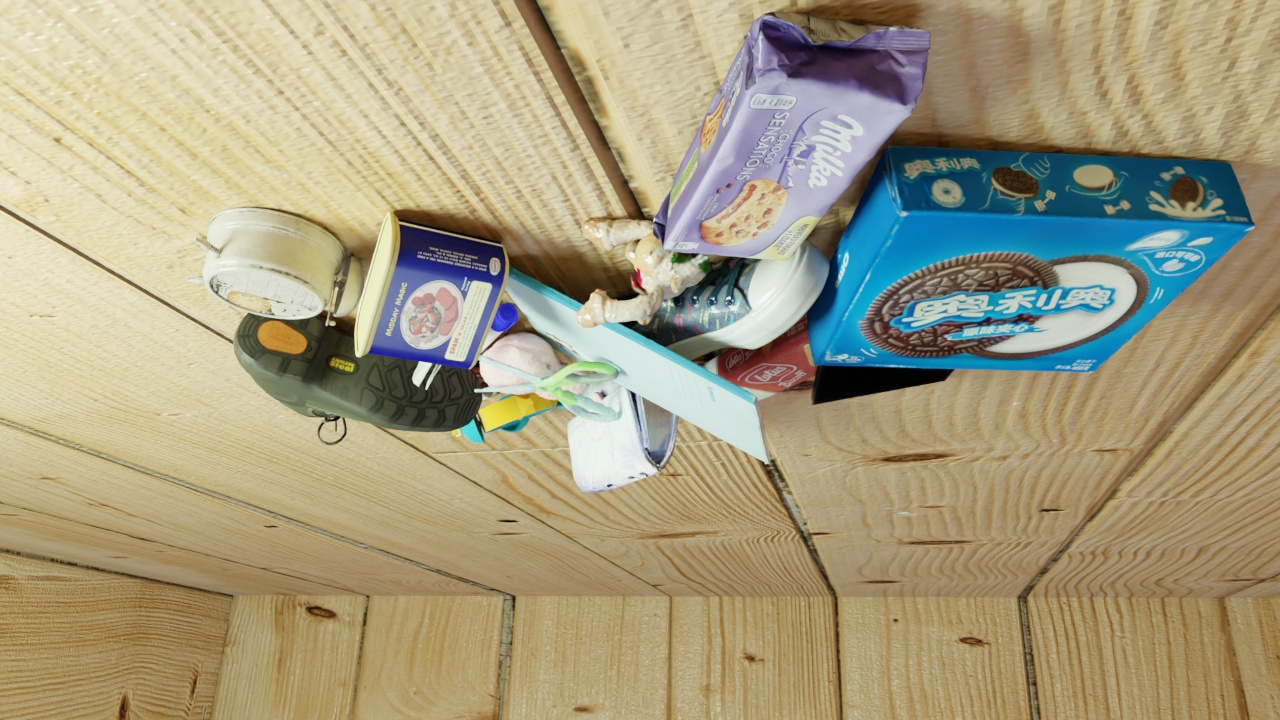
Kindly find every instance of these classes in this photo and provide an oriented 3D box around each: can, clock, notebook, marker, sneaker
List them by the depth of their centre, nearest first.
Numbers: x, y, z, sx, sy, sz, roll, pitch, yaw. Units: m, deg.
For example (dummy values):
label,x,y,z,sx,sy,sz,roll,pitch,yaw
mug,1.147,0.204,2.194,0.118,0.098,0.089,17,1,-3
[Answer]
label,x,y,z,sx,sy,sz,roll,pitch,yaw
can,-0.164,-0.050,0.720,0.092,0.056,0.116,10,125,-25
sneaker,0.049,-0.053,0.735,0.079,0.087,0.236,35,151,-22
clock,-0.275,-0.065,0.737,0.156,0.061,0.104,15,156,-24
notebook,-0.005,0.005,0.789,0.253,0.009,0.181,28,166,21
notebook,0.235,0.005,0.866,0.141,0.008,0.209,-11,165,5
marker,-0.153,-0.021,0.892,0.020,0.020,0.142,13,156,-25
sneaker,-0.288,0.032,0.921,0.237,0.100,0.143,20,152,-19
clock,-0.149,0.059,1.032,0.130,0.043,0.098,-23,176,33

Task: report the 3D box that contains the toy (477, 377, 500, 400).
label,x,y,z,sx,sy,sz,roll,pitch,yaw
toy,-0.212,0.030,1.004,0.123,0.038,0.079,3,171,11

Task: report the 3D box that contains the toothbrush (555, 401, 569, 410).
label,x,y,z,sx,sy,sz,roll,pitch,yaw
toothbrush,-0.040,0.052,1.069,0.135,0.017,0.022,-5,161,17

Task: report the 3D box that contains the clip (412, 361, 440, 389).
label,x,y,z,sx,sy,sz,roll,pitch,yaw
clip,-0.178,-0.027,0.839,0.045,0.102,0.055,27,-169,-38

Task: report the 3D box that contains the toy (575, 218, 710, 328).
label,x,y,z,sx,sy,sz,roll,pitch,yaw
toy,0.007,-0.063,0.668,0.074,0.085,0.106,22,162,-38

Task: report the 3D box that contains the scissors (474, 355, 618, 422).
label,x,y,z,sx,sy,sz,roll,pitch,yaw
scissors,-0.087,0.026,0.858,0.172,0.023,0.172,-5,155,35

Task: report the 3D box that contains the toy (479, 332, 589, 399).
label,x,y,z,sx,sy,sz,roll,pitch,yaw
toy,-0.105,0.011,0.911,0.105,0.053,0.109,26,154,-25

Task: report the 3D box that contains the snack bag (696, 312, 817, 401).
label,x,y,z,sx,sy,sz,roll,pitch,yaw
snack bag,0.146,-0.010,0.867,0.077,0.041,0.226,11,155,-27

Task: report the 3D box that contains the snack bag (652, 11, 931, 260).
label,x,y,z,sx,sy,sz,roll,pitch,yaw
snack bag,0.079,-0.129,0.547,0.096,0.058,0.206,5,156,-15

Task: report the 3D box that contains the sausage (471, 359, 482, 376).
label,x,y,z,sx,sy,sz,roll,pitch,yaw
sausage,-0.146,0.009,0.968,0.155,0.020,0.020,5,159,-6

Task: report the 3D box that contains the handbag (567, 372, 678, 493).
label,x,y,z,sx,sy,sz,roll,pitch,yaw
handbag,-0.020,0.067,0.957,0.069,0.126,0.159,15,157,-23

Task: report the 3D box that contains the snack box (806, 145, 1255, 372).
label,x,y,z,sx,sy,sz,roll,pitch,yaw
snack box,0.259,-0.062,0.653,0.239,0.056,0.196,2,151,-5
